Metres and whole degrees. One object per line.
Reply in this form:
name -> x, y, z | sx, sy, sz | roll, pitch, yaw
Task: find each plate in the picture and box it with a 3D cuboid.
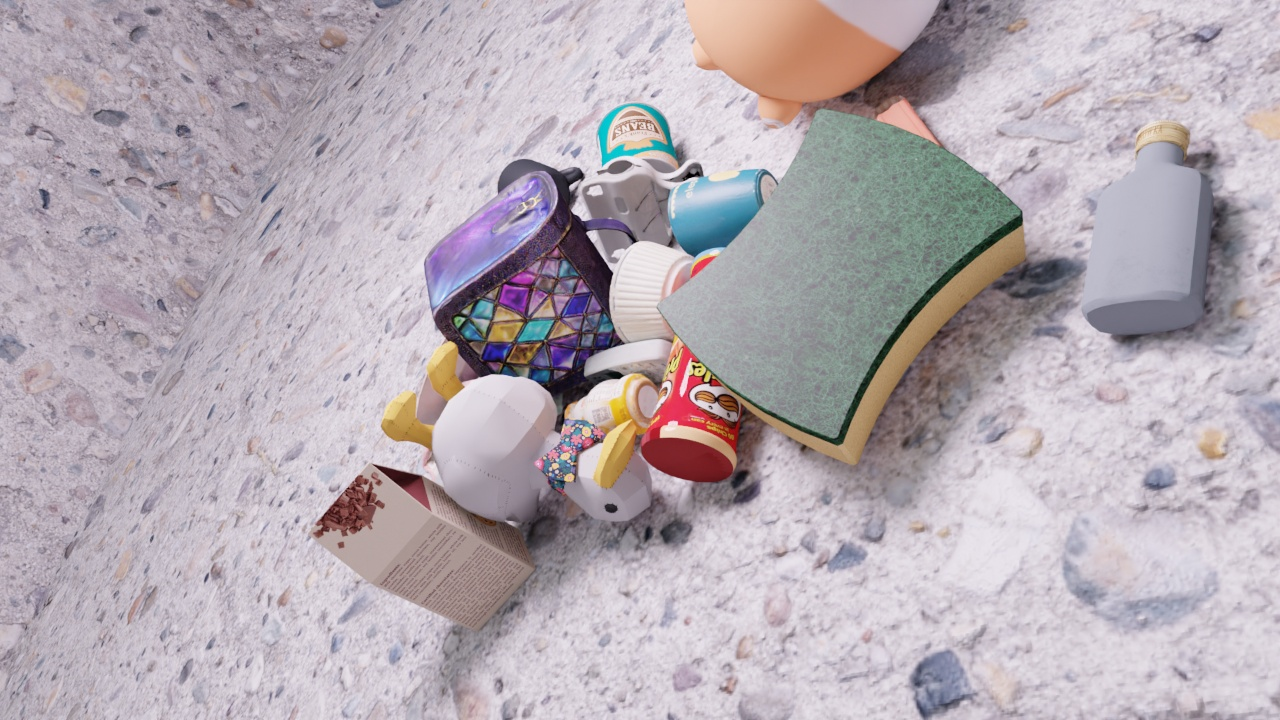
plate -> -0.228, 0.012, 1.181 | 0.188, 0.027, 0.188 | 27, -92, -84

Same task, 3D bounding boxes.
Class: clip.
clip -> 0.011, -0.186, 1.081 | 0.147, 0.125, 0.081 | -20, 46, 3

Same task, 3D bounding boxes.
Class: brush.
brush -> 0.160, -0.064, 0.748 | 0.195, 0.075, 0.250 | 39, 89, 31

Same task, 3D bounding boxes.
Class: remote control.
remote control -> -0.006, 0.006, 0.967 | 0.115, 0.060, 0.028 | -13, 58, 38

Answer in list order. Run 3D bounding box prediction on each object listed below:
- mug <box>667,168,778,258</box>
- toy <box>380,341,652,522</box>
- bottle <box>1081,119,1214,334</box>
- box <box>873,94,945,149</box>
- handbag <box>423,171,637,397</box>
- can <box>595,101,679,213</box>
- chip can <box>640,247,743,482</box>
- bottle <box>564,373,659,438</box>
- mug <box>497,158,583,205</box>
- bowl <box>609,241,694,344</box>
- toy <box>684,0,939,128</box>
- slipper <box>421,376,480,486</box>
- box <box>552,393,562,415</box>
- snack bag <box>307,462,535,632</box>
mug -> 0.102, -0.169, 0.993 | 0.104, 0.084, 0.111 | -11, 23, 37
toy -> -0.116, 0.095, 0.913 | 0.140, 0.267, 0.247 | -56, -8, -36
bottle -> 0.359, -0.097, 0.643 | 0.072, 0.046, 0.161 | -7, 54, 47
box -> 0.260, -0.197, 0.854 | 0.186, 0.053, 0.058 | -102, 26, -50
handbag -> -0.103, -0.080, 1.004 | 0.222, 0.205, 0.125 | -31, 40, 6
can -> -0.002, -0.248, 1.158 | 0.099, 0.099, 0.143 | -36, 37, 23
chip can -> 0.066, 0.001, 0.866 | 0.087, 0.087, 0.212 | -16, 47, 42
bottle -> -0.030, 0.052, 0.952 | 0.109, 0.063, 0.063 | -16, 48, 42
mug -> -0.140, -0.257, 1.358 | 0.121, 0.085, 0.094 | -28, 30, -17
bowl -> 0.027, -0.066, 0.960 | 0.063, 0.115, 0.115 | 7, 64, 36
toy -> 0.173, -0.399, 0.960 | 0.263, 0.265, 0.281 | 48, 121, 24
slipper -> -0.207, 0.096, 1.062 | 0.114, 0.054, 0.273 | -16, 45, 41
box -> -0.124, 0.004, 1.130 | 0.159, 0.035, 0.229 | -33, 38, 28
snack bag -> -0.220, 0.183, 0.928 | 0.094, 0.206, 0.070 | -48, 34, 7
